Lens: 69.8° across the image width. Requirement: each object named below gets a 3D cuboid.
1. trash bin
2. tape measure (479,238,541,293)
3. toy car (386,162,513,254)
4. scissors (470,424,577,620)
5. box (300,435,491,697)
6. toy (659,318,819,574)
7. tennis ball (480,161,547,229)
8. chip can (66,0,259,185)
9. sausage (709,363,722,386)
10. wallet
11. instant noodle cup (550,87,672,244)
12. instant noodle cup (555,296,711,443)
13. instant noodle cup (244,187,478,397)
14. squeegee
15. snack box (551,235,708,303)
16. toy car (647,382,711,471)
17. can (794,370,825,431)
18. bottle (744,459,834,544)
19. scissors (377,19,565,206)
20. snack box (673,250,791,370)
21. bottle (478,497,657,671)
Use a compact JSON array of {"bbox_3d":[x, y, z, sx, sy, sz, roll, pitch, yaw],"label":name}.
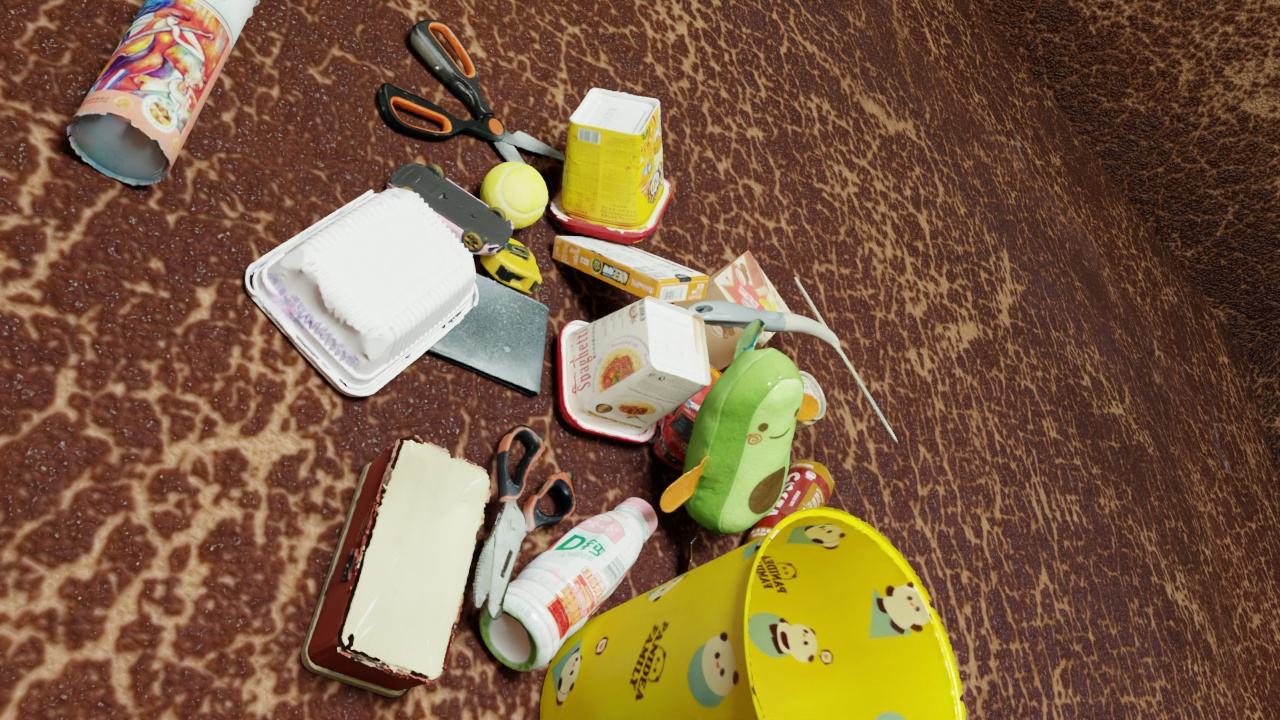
[{"bbox_3d":[0.071,0.258,0.696,0.229,0.256,0.229,23,52,-34],"label":"trash bin"},{"bbox_3d":[-0.123,-0.096,0.874,0.057,0.029,0.060,20,31,-35],"label":"tape measure"},{"bbox_3d":[-0.176,-0.136,0.842,0.122,0.037,0.056,33,46,-2],"label":"toy car"},{"bbox_3d":[-0.091,0.133,0.744,0.194,0.015,0.206,26,35,-52],"label":"scissors"},{"bbox_3d":[-0.166,0.145,0.663,0.091,0.079,0.168,30,49,-28],"label":"box"},{"bbox_3d":[0.095,0.088,0.860,0.090,0.247,0.226,31,42,29],"label":"toy"},{"bbox_3d":[-0.123,-0.161,0.896,0.065,0.066,0.065,23,52,-34],"label":"tennis ball"},{"bbox_3d":[-0.358,-0.234,0.703,0.071,0.071,0.214,29,50,-31],"label":"chip can"},{"bbox_3d":[0.071,0.012,1.022,0.165,0.022,0.021,38,45,-23],"label":"sausage"},{"bbox_3d":[-0.139,-0.029,0.841,0.120,0.019,0.097,25,52,-30],"label":"wallet"},{"bbox_3d":[-0.028,-0.204,0.947,0.116,0.124,0.115,14,45,10],"label":"instant noodle cup"},{"bbox_3d":[-0.005,0.005,0.871,0.116,0.124,0.116,17,56,-37],"label":"instant noodle cup"},{"bbox_3d":[-0.212,-0.069,0.750,0.138,0.061,0.173,48,47,-8],"label":"instant noodle cup"},{"bbox_3d":[0.146,-0.035,0.952,0.246,0.039,0.246,12,41,-38],"label":"squeegee"},{"bbox_3d":[-0.012,-0.094,0.921,0.075,0.154,0.026,-8,116,-46],"label":"snack box"},{"bbox_3d":[0.044,0.056,0.953,0.053,0.045,0.120,33,49,-25],"label":"toy car"},{"bbox_3d":[0.137,0.058,0.987,0.058,0.117,0.058,23,53,-34],"label":"can"},{"bbox_3d":[0.154,0.176,0.980,0.057,0.058,0.174,52,42,-8],"label":"bottle"},{"bbox_3d":[-0.173,-0.245,0.937,0.223,0.022,0.221,-29,94,-47],"label":"scissors"},{"bbox_3d":[0.104,-0.056,1.052,0.093,0.077,0.094,55,41,-5],"label":"snack box"},{"bbox_3d":[-0.051,0.177,0.771,0.068,0.068,0.196,57,38,-2],"label":"bottle"}]
